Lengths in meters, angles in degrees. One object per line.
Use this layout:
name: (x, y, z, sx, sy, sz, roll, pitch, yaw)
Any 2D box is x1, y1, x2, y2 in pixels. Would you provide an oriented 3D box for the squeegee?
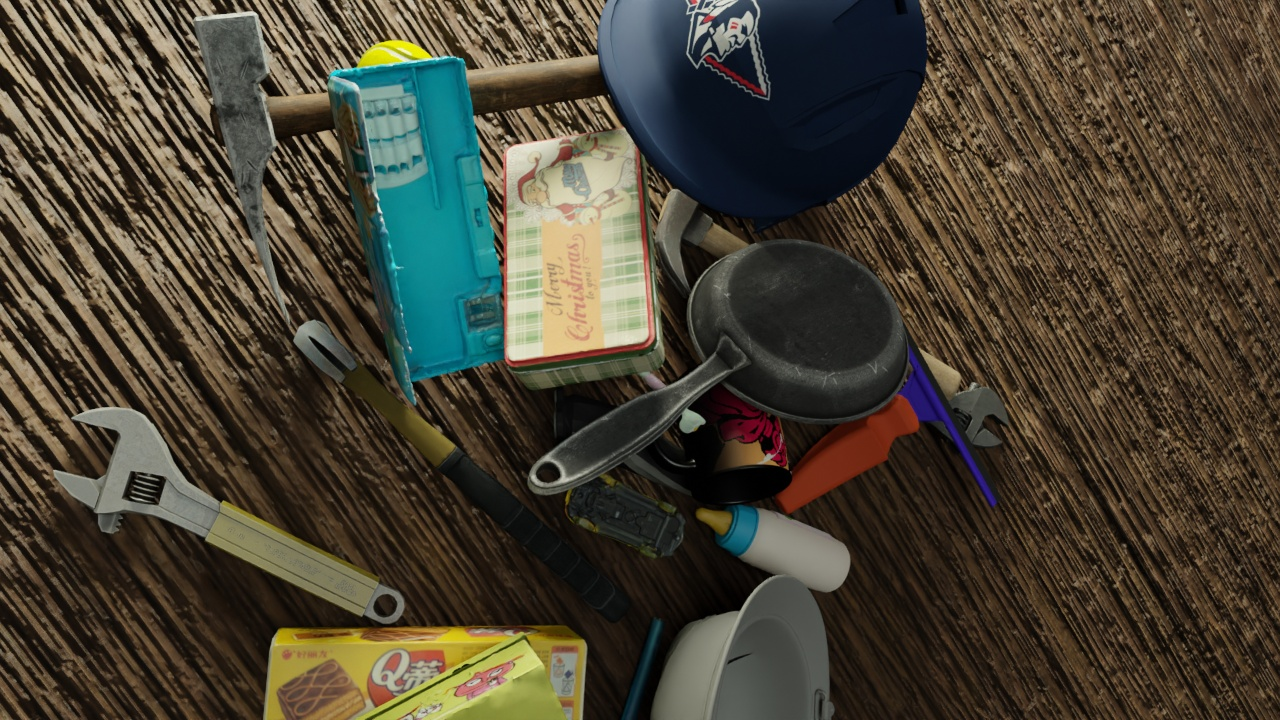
squeegee: (0.195, 0.076, 0.825, 0.184, 0.055, 0.249, -35, 101, -15)

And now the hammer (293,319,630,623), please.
hammer: (-0.130, 0.089, 0.699, 0.333, 0.118, 0.025, 45, 79, -16)

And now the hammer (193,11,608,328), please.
hammer: (-0.153, -0.158, 0.693, 0.300, 0.037, 0.218, -13, 114, -18)

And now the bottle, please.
bottle: (0.111, 0.157, 0.797, 0.146, 0.051, 0.051, 24, 78, -16)

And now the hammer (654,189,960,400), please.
hammer: (0.159, -0.054, 0.841, 0.331, 0.031, 0.119, 30, 78, -14)

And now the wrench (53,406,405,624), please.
wrench: (-0.296, 0.124, 0.679, 0.273, 0.018, 0.083, 31, 77, -14)

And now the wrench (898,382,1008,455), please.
wrench: (0.234, 0.036, 0.868, 0.273, 0.018, 0.073, 14, 81, -16)

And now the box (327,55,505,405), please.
box: (-0.142, -0.085, 0.633, 0.097, 0.121, 0.227, -14, 114, -18)

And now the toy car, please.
toy car: (-0.012, 0.130, 0.769, 0.107, 0.030, 0.049, 28, 76, -13)

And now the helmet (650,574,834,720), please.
helmet: (0.062, 0.299, 0.743, 0.183, 0.118, 0.271, -2, 95, -50)

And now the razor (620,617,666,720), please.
razor: (-0.004, 0.287, 0.767, 0.042, 0.022, 0.143, 32, 68, -52)

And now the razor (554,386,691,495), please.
razor: (-0.006, 0.073, 0.765, 0.156, 0.057, 0.060, 20, 121, -17)

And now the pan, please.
pan: (0.065, 0.005, 0.716, 0.355, 0.055, 0.187, -27, 62, -28)

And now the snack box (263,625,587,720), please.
snack box: (-0.160, 0.259, 0.692, 0.230, 0.062, 0.110, 5, 85, -18)

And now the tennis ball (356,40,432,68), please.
tennis ball: (-0.188, -0.215, 0.716, 0.065, 0.065, 0.065, 2, 85, -19)

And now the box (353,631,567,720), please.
box: (-0.150, 0.295, 0.622, 0.220, 0.081, 0.124, -26, 97, -15)

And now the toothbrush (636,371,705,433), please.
toothbrush: (-0.004, 0.004, 0.746, 0.022, 0.015, 0.155, -28, 58, -30)

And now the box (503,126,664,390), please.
box: (-0.046, -0.083, 0.706, 0.118, 0.049, 0.205, -8, 64, 11)

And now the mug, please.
mug: (0.059, 0.059, 0.753, 0.118, 0.082, 0.098, 3, 60, -19)

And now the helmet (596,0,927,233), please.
helmet: (0.096, -0.230, 0.712, 0.271, 0.224, 0.232, -23, 85, -25)
